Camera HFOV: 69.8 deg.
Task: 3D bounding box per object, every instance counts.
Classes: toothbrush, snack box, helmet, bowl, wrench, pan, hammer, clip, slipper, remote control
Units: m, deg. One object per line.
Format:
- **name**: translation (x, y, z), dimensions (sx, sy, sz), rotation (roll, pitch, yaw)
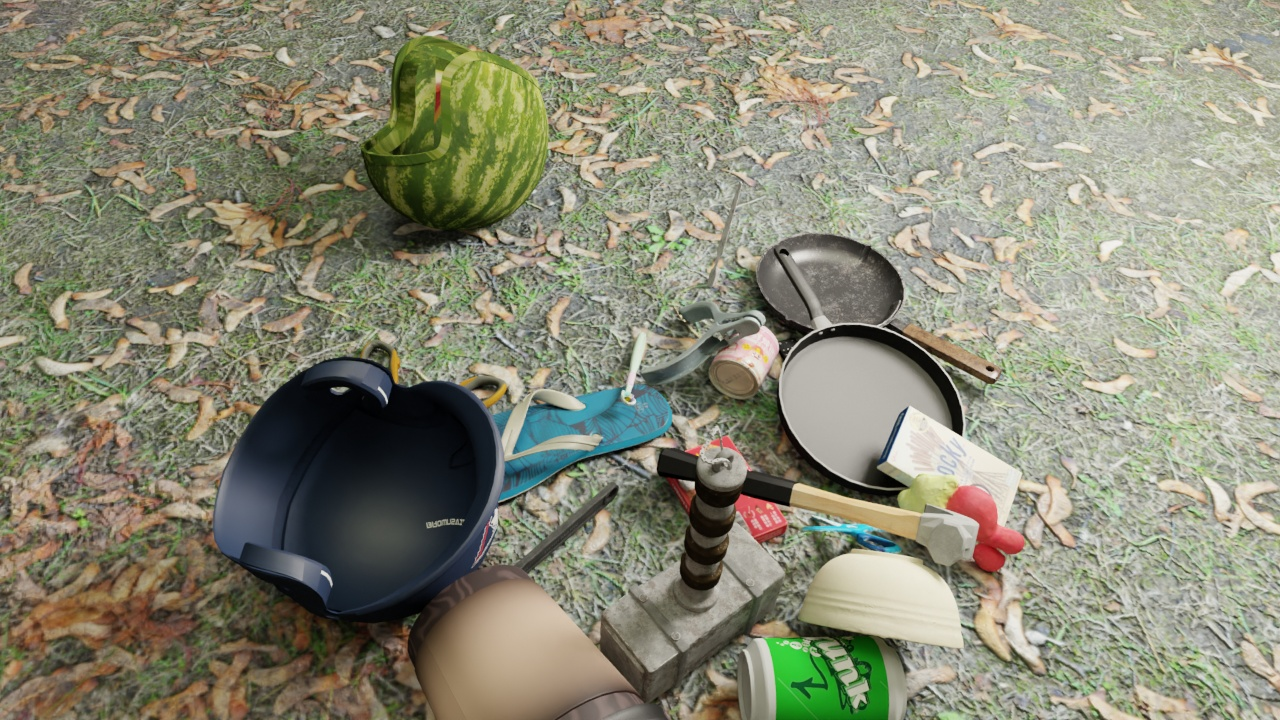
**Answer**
- **toothbrush**: translation (0.113, -0.163, 1.201), dimensions (0.010, 0.182, 0.010), rotation (41, 53, 22)
- **toothbrush**: translation (-0.007, 0.007, 1.127), dimensions (0.022, 0.015, 0.154), rotation (40, 29, -17)
- **snack box**: translation (0.091, 0.150, 1.020), dimensions (0.089, 0.021, 0.133), rotation (-18, 51, -20)
- **helmet**: translation (-0.246, -0.297, 1.262), dimensions (0.243, 0.247, 0.213), rotation (20, 10, -44)
- **bowl**: translation (0.229, 0.221, 0.866), dimensions (0.151, 0.151, 0.075), rotation (9, 79, 4)
- **wrench**: translation (-0.111, 0.204, 0.933), dimensions (0.018, 0.073, 0.272), rotation (33, 47, 23)
- **pan**: translation (0.315, -0.059, 1.219), dimensions (0.357, 0.040, 0.207), rotation (35, 54, 24)
- **snack box**: translation (0.345, 0.123, 1.024), dimensions (0.150, 0.026, 0.081), rotation (31, 62, 0)
- **hammer**: translation (0.173, 0.142, 0.943), dimensions (0.329, 0.131, 0.039), rotation (12, 92, 23)
- **clip**: translation (0.062, -0.023, 1.139), dimensions (0.165, 0.032, 0.164), rotation (-38, 25, -1)
- **hammer**: translation (0.057, 0.162, 0.798), dimensions (0.176, 0.327, 0.079), rotation (-28, 55, -27)
- **helmet**: translation (-0.230, 0.133, 0.865), dimensions (0.273, 0.223, 0.231), rotation (-13, 54, 34)
- **pan**: translation (0.245, 0.002, 1.116), dimensions (0.225, 0.034, 0.356), rotation (-16, 62, -19)
- **slipper**: translation (-0.101, 0.078, 1.048), dimensions (0.294, 0.060, 0.118), rotation (-17, 47, -19)
- **remote control**: translation (0.213, 0.023, 1.154), dimensions (0.030, 0.009, 0.140), rotation (-14, 50, -16)

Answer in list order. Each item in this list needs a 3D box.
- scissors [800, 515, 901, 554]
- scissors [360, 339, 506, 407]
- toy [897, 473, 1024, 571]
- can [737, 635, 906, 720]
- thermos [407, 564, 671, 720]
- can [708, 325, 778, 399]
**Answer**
- **scissors**: translation (0.233, 0.180, 0.962), dimensions (0.134, 0.011, 0.140), rotation (6, 5, -19)
- **scissors**: translation (-0.278, 0.047, 1.092), dimensions (0.224, 0.016, 0.230), rotation (-25, 54, -23)
- **toy**: translation (0.341, 0.171, 0.976), dimensions (0.135, 0.092, 0.045), rotation (32, 34, 5)
- **can**: translation (0.164, 0.300, 0.842), dimensions (0.140, 0.088, 0.087), rotation (0, 47, -4)
- **thermos**: translation (-0.090, 0.298, 0.780), dimensions (0.172, 0.173, 0.226), rotation (-26, 48, -25)
- **can**: translation (0.128, -0.001, 1.131), dimensions (0.067, 0.067, 0.076), rotation (21, 50, 15)
